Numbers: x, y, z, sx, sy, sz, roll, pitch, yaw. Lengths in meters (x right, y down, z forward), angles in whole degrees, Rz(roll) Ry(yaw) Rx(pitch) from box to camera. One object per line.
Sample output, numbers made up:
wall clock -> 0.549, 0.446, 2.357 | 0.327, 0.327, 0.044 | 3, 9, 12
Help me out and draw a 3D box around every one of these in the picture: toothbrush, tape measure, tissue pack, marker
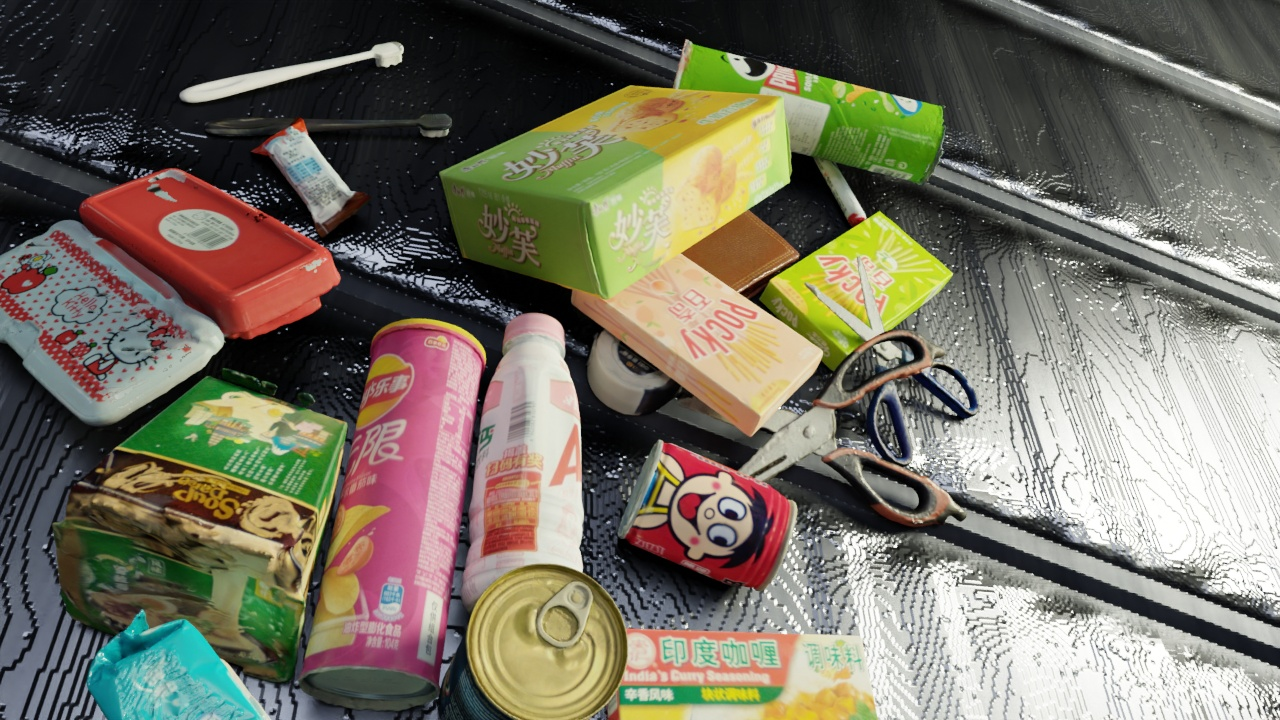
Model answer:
toothbrush -> -0.237, -0.180, 0.707 | 0.181, 0.018, 0.015 | -5, 71, -19
toothbrush -> -0.273, -0.228, 0.731 | 0.179, 0.016, 0.016 | -24, 64, -28
tape measure -> -0.004, 0.004, 0.637 | 0.065, 0.034, 0.066 | -30, 67, -35
tissue pack -> -0.188, 0.179, 0.411 | 0.050, 0.093, 0.133 | -35, 72, -30
marker -> 0.170, -0.178, 0.837 | 0.017, 0.017, 0.145 | -7, 58, -23

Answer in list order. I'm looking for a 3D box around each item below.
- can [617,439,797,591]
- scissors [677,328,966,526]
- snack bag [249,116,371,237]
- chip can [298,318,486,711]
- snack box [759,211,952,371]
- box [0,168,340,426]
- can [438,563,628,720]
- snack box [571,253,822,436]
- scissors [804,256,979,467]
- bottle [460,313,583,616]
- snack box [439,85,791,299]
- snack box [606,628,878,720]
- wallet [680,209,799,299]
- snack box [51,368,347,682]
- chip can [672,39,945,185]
can -> 0.041, 0.096, 0.563 | 0.094, 0.067, 0.066 | 23, 51, -1
scissors -> 0.136, 0.046, 0.642 | 0.225, 0.015, 0.188 | 24, 68, -6
snack bag -> -0.240, -0.135, 0.664 | 0.048, 0.026, 0.104 | -41, 74, -12
chip can -> -0.134, 0.079, 0.515 | 0.071, 0.072, 0.210 | 10, 53, -12
snack box -> 0.178, -0.060, 0.748 | 0.156, 0.026, 0.086 | -32, 69, -33
box -> -0.291, -0.049, 0.536 | 0.201, 0.039, 0.157 | 27, 46, 33
can -> -0.057, 0.158, 0.458 | 0.075, 0.111, 0.075 | 10, 53, -14
snack box -> 0.038, -0.022, 0.628 | 0.157, 0.026, 0.084 | 36, 49, 17
scissors -> 0.192, 0.002, 0.695 | 0.174, 0.012, 0.162 | 21, 62, -18
bottle -> -0.068, 0.059, 0.555 | 0.068, 0.068, 0.196 | 7, 51, -13
snack box -> -0.014, -0.132, 0.665 | 0.158, 0.070, 0.209 | 19, 42, 40
snack box -> 0.059, 0.196, 0.521 | 0.155, 0.027, 0.077 | 6, 52, -14
wallet -> 0.052, -0.085, 0.723 | 0.101, 0.032, 0.124 | 43, 53, 18
snack box -> -0.211, 0.081, 0.474 | 0.118, 0.118, 0.105 | 21, 39, -6
chip can -> 0.143, -0.216, 0.805 | 0.236, 0.072, 0.072 | 14, 52, 0
